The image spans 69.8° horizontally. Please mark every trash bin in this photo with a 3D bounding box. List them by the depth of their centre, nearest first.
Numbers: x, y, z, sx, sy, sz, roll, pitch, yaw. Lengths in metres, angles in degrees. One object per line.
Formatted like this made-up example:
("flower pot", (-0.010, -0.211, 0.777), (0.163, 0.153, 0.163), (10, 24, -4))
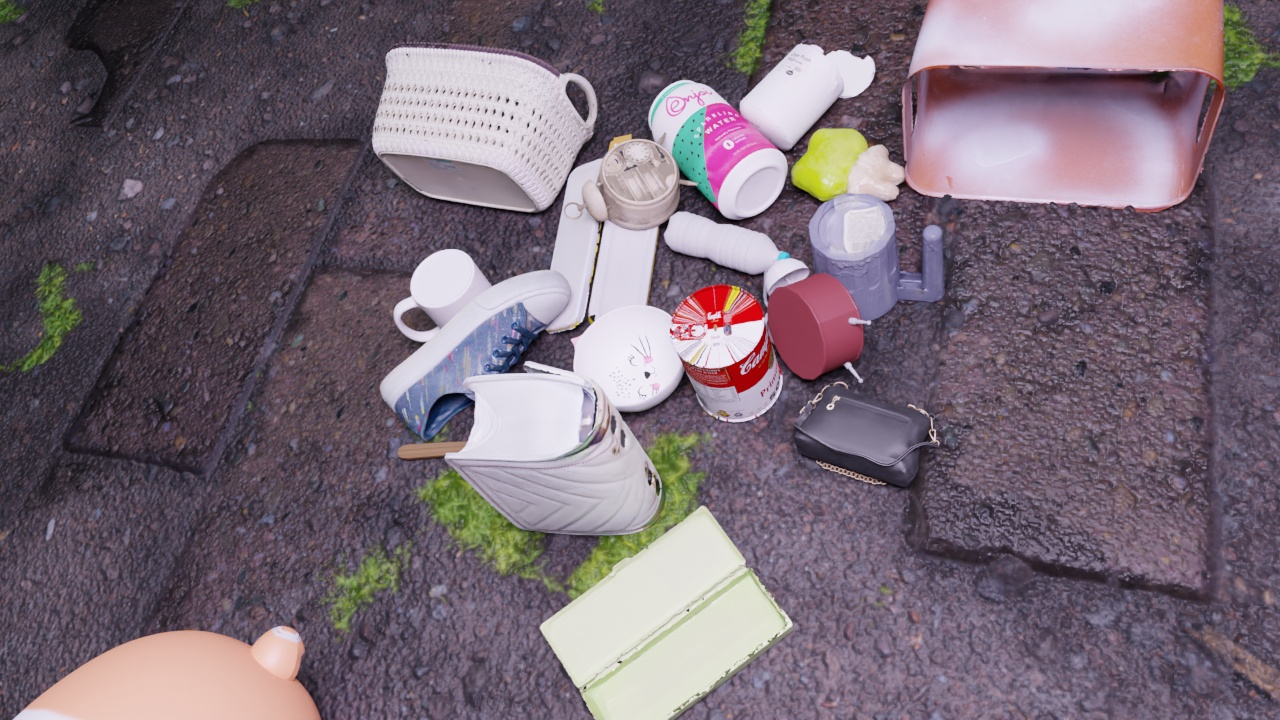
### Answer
("trash bin", (0.396, -0.263, 0.871), (0.260, 0.181, 0.157), (9, 63, 23))

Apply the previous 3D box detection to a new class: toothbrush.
("toothbrush", (-0.178, 0.091, 0.956), (0.167, 0.016, 0.016), (-6, 62, 16))

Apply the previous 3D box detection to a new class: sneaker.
("sneaker", (-0.165, -0.003, 0.959), (0.236, 0.087, 0.079), (-36, 69, 7))

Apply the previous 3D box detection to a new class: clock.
("clock", (0.158, -0.039, 0.867), (0.048, 0.096, 0.137), (-21, 43, -19))
("clock", (-0.018, -0.185, 0.978), (0.140, 0.055, 0.093), (-26, 73, -12))

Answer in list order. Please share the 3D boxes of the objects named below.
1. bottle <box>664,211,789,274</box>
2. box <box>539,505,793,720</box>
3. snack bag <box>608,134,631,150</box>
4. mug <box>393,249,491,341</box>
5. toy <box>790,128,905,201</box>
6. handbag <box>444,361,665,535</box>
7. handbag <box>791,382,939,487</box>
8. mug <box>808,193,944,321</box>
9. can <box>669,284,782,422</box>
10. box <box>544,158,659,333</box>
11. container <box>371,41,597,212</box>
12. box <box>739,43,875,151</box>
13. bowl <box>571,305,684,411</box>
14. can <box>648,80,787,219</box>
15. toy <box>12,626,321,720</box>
("bottle", (0.092, -0.121, 0.969), (0.136, 0.044, 0.044), (21, 70, 26))
("box", (0.021, 0.233, 0.803), (0.187, 0.030, 0.138), (-37, 63, -4))
("snack bag", (-0.027, -0.224, 1.079), (0.026, 0.020, 0.099), (-1, 62, 18))
("mug", (-0.214, -0.058, 1.005), (0.110, 0.090, 0.073), (-26, 57, 2))
("toy", (0.223, -0.202, 0.973), (0.118, 0.043, 0.092), (24, 69, 24))
("handbag", (-0.067, 0.085, 0.816), (0.142, 0.199, 0.096), (-1, 60, 16))
("handbag", (0.203, 0.063, 0.827), (0.129, 0.054, 0.079), (17, 63, 29))
("mug", (0.226, -0.096, 0.876), (0.124, 0.104, 0.083), (8, 63, 22))
("can", (0.082, -0.004, 0.864), (0.087, 0.116, 0.086), (-8, 60, 14))
("box", (-0.042, -0.128, 1.010), (0.128, 0.045, 0.209), (1, 70, 21))
("container", (-0.188, -0.269, 1.067), (0.252, 0.185, 0.143), (12, 75, 22))
("box", (0.188, -0.310, 1.025), (0.165, 0.094, 0.084), (-47, 55, 0))
("bowl", (-0.005, 0.005, 0.926), (0.115, 0.050, 0.114), (-8, 60, 14))
("can", (0.083, -0.233, 1.007), (0.088, 0.088, 0.166), (-35, 57, -3))
("toy", (-0.378, 0.350, 0.739), (0.265, 0.264, 0.279), (37, 51, -10))
